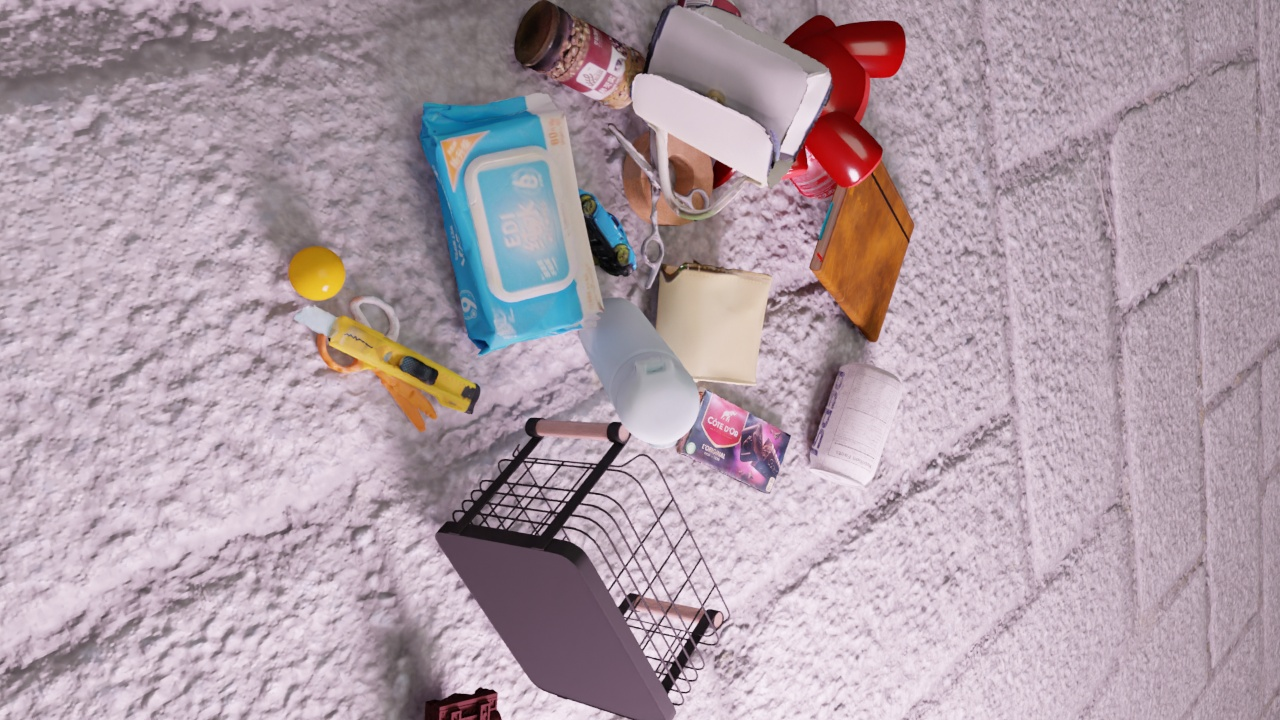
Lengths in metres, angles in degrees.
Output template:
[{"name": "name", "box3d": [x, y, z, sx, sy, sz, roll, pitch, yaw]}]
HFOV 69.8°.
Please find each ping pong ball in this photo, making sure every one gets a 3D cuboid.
[{"name": "ping pong ball", "box3d": [-0.240, -0.065, 0.682, 0.040, 0.040, 0.040, -6, 100, -39]}]

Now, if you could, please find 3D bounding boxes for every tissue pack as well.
[{"name": "tissue pack", "box3d": [-0.105, -0.116, 0.760, 0.116, 0.066, 0.209, -17, 106, -21]}]

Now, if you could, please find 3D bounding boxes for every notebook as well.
[{"name": "notebook", "box3d": [0.259, -0.143, 1.049, 0.249, 0.014, 0.178, 33, 75, -56]}]

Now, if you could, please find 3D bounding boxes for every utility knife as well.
[{"name": "utility knife", "box3d": [-0.196, 0.000, 0.730, 0.175, 0.017, 0.030, 31, 65, -37]}]

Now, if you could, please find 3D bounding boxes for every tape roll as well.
[{"name": "tape roll", "box3d": [0.028, -0.179, 0.895, 0.093, 0.027, 0.094, -6, 100, -39]}]

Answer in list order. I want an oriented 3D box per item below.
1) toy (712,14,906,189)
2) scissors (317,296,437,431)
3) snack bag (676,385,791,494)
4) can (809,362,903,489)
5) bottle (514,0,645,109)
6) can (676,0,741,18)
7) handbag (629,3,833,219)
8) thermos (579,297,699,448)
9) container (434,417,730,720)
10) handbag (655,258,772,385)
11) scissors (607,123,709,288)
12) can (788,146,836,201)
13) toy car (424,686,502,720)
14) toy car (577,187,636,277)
[{"name": "toy", "box3d": [0.146, -0.241, 0.872, 0.120, 0.197, 0.158, 14, 87, -30]}, {"name": "scissors", "box3d": [-0.200, 0.004, 0.744, 0.073, 0.013, 0.131, -52, 124, -21]}, {"name": "snack bag", "box3d": [0.104, 0.090, 1.003, 0.155, 0.018, 0.074, 28, 79, -37]}, {"name": "can", "box3d": [0.253, 0.077, 1.083, 0.078, 0.078, 0.136, 30, 77, -38]}, {"name": "bottle", "box3d": [-0.051, -0.264, 0.799, 0.105, 0.056, 0.056, 15, 86, -40]}, {"name": "can", "box3d": [0.054, -0.289, 0.878, 0.063, 0.063, 0.114, 19, 84, -39]}, {"name": "handbag", "box3d": [0.061, -0.199, 0.793, 0.073, 0.151, 0.176, -31, 150, -51]}, {"name": "thermos", "box3d": [-0.005, 0.005, 0.776, 0.065, 0.206, 0.078, -10, 112, -10]}, {"name": "container", "box3d": [-0.040, 0.182, 0.787, 0.130, 0.163, 0.241, -50, 126, -38]}, {"name": "handbag", "box3d": [0.067, -0.038, 0.917, 0.111, 0.081, 0.119, 5, 94, -32]}, {"name": "scissors", "box3d": [0.013, -0.152, 0.855, 0.141, 0.014, 0.171, 19, 79, -42]}, {"name": "can", "box3d": [0.179, -0.225, 0.989, 0.105, 0.064, 0.064, 42, 70, -35]}, {"name": "toy car", "box3d": [-0.164, 0.365, 0.790, 0.070, 0.062, 0.170, 1, 96, -40]}, {"name": "toy car", "box3d": [-0.039, -0.120, 0.835, 0.032, 0.048, 0.105, -53, 124, -21]}]
